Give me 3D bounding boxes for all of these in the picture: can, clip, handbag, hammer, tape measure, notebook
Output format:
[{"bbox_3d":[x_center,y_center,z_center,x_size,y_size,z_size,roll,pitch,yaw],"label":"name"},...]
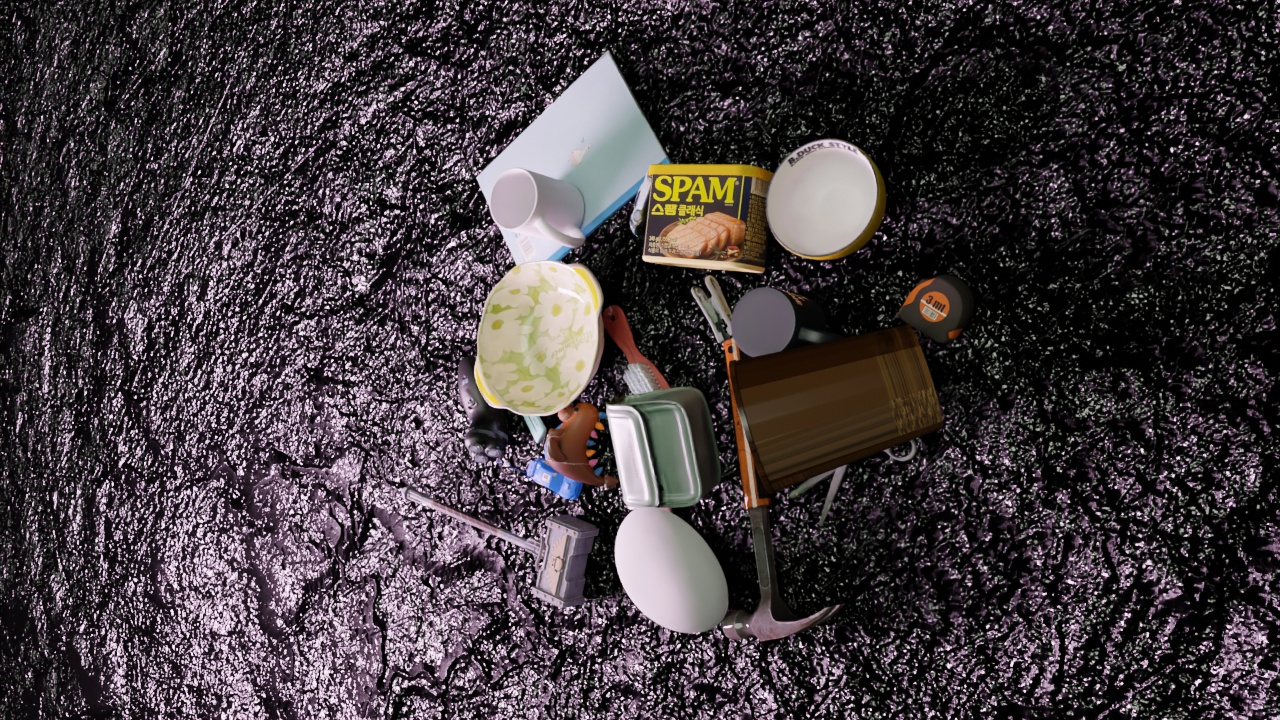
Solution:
[{"bbox_3d":[0.073,-0.153,0.994,0.135,0.075,0.104,9,94,34],"label":"can"},{"bbox_3d":[0.084,-0.056,1.011,0.042,0.023,0.075,-35,71,25],"label":"clip"},{"bbox_3d":[0.022,0.097,0.992,0.106,0.067,0.122,-8,99,25],"label":"handbag"},{"bbox_3d":[0.129,0.128,0.953,0.138,0.035,0.314,-17,75,44],"label":"hammer"},{"bbox_3d":[0.284,-0.052,0.868,0.058,0.038,0.059,38,121,30],"label":"tape measure"},{"bbox_3d":[-0.198,0.212,1.171,0.322,0.044,0.098,14,95,34],"label":"hammer"},{"bbox_3d":[-0.092,-0.236,1.149,0.254,0.009,0.181,-36,69,27],"label":"notebook"}]

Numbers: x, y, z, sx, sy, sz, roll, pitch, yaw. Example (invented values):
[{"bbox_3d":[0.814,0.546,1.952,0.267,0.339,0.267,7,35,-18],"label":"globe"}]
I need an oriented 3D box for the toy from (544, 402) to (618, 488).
[{"bbox_3d":[-0.063,0.101,1.094,0.103,0.070,0.090,27,86,7],"label":"toy"}]

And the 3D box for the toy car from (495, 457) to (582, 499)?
[{"bbox_3d":[-0.123,0.140,1.115,0.092,0.061,0.033,23,99,33],"label":"toy car"}]

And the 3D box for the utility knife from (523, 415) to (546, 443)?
[{"bbox_3d":[-0.160,0.034,1.178,0.022,0.015,0.165,-44,61,25],"label":"utility knife"}]

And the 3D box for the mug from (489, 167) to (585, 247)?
[{"bbox_3d":[-0.113,-0.174,1.098,0.110,0.090,0.074,49,113,25],"label":"mug"}]

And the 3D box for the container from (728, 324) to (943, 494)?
[{"bbox_3d":[0.183,0.039,0.859,0.167,0.132,0.132,-17,76,11],"label":"container"}]

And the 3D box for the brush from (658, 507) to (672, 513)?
[{"bbox_3d":[0.031,0.190,1.039,0.050,0.015,0.135,-7,77,35],"label":"brush"}]

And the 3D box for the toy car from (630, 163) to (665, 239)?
[{"bbox_3d":[0.012,-0.184,1.058,0.027,0.038,0.090,28,102,34],"label":"toy car"}]

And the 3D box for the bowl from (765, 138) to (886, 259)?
[{"bbox_3d":[0.192,-0.156,0.915,0.117,0.067,0.117,-2,86,34],"label":"bowl"}]

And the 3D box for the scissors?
[{"bbox_3d":[0.205,0.083,0.925,0.142,0.014,0.158,-18,74,32],"label":"scissors"}]

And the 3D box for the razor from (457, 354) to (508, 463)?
[{"bbox_3d":[-0.210,0.061,1.177,0.053,0.063,0.140,-27,74,29],"label":"razor"}]

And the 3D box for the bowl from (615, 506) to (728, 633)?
[{"bbox_3d":[0.021,0.231,0.973,0.150,0.043,0.150,24,127,35],"label":"bowl"}]

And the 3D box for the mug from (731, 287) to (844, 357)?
[{"bbox_3d":[0.155,-0.031,0.927,0.105,0.077,0.071,18,97,34],"label":"mug"}]

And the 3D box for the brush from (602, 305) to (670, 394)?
[{"bbox_3d":[-0.006,0.006,1.064,0.041,0.030,0.172,-40,66,25],"label":"brush"}]

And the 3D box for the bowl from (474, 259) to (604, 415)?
[{"bbox_3d":[-0.110,-0.026,1.118,0.220,0.060,0.188,-43,66,26],"label":"bowl"}]
